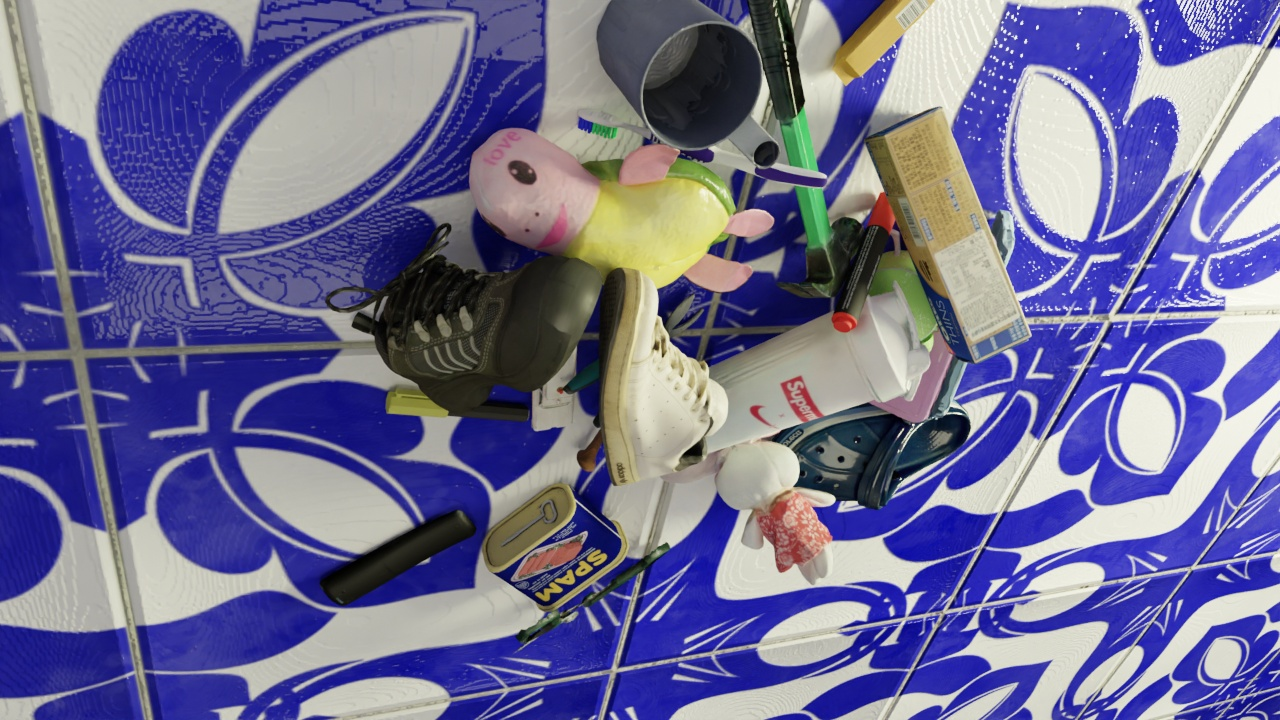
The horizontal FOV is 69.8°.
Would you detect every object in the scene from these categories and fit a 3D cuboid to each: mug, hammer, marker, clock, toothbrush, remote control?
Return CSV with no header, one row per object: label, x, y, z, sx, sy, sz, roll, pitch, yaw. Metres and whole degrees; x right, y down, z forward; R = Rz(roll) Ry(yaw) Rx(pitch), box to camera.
mug,0.035,-0.192,0.627,0.084,0.104,0.124,-46,130,14
hammer,0.113,-0.184,0.686,0.032,0.129,0.319,4,132,32
marker,0.191,-0.084,0.774,0.021,0.144,0.023,17,152,17
clock,0.232,-0.051,0.839,0.094,0.042,0.120,25,128,12
toothbrush,0.043,-0.151,0.661,0.187,0.015,0.016,17,126,5
marker,-0.154,0.040,0.786,0.123,0.017,0.021,7,123,-29
remote control,-0.229,0.188,0.871,0.152,0.020,0.041,-29,133,-1

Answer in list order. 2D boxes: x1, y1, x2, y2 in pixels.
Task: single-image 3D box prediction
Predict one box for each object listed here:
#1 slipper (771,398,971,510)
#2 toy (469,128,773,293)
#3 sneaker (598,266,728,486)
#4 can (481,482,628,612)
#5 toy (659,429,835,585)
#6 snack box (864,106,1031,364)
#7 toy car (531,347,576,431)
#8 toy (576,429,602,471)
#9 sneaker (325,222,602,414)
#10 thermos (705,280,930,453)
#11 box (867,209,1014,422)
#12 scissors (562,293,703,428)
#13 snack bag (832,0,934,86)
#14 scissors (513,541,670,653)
slipper,0.241,0.101,0.957,0.252,0.095,0.105,-17,134,-14
toy,-0.013,-0.104,0.688,0.238,0.087,0.191,9,145,-22
sneaker,0.019,0.024,0.721,0.102,0.088,0.242,-1,144,0
can,-0.085,0.184,0.905,0.116,0.056,0.092,-37,130,7
toy,0.123,0.125,0.882,0.159,0.194,0.084,-38,169,6
snack box,0.254,-0.102,0.762,0.056,0.057,0.207,-25,101,-1
toy car,-0.073,0.019,0.790,0.039,0.039,0.113,-8,129,-18
toy,-0.012,0.062,0.851,0.055,0.041,0.102,27,105,-13
sneaker,-0.132,-0.044,0.643,0.143,0.100,0.239,34,149,-24
thermos,0.142,0.016,0.815,0.221,0.099,0.099,-23,135,20
box,0.296,-0.048,0.897,0.092,0.089,0.215,-40,147,-46
scissors,-0.007,0.005,0.803,0.155,0.019,0.125,-21,141,-33
snack bag,0.187,-0.254,0.699,0.026,0.020,0.099,34,108,-33
scissors,-0.053,0.242,0.936,0.201,0.015,0.202,-34,167,-7
